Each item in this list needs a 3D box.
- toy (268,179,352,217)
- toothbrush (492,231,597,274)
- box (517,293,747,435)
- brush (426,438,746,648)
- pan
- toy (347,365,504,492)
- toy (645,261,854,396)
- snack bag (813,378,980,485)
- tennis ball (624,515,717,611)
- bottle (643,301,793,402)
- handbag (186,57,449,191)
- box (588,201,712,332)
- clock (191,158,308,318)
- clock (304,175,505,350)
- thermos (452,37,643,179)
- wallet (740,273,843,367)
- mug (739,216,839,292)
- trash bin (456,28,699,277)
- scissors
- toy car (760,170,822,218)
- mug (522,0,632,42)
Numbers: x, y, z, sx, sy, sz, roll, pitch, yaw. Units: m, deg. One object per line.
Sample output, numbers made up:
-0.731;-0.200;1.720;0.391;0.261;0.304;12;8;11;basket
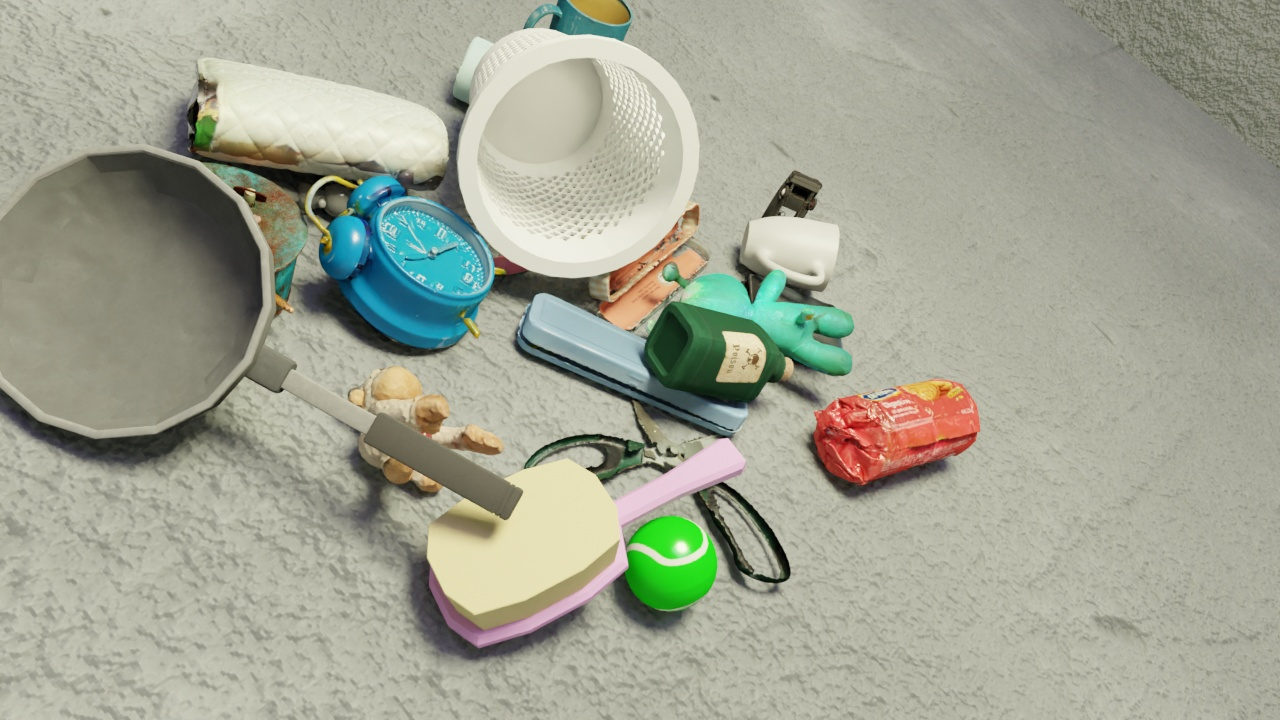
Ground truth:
-0.250;-0.133;0.757;0.111;0.030;0.049;4;21;-25;toy
-0.089;-0.098;0.837;0.135;0.016;0.021;-26;70;-41;toothbrush
-0.006;0.007;0.784;0.209;0.037;0.065;25;30;-12;box
-0.029;0.100;0.602;0.228;0.043;0.089;-24;54;-19;brush
-0.232;0.003;0.563;0.357;0.041;0.178;29;85;1;pan
-0.158;0.041;0.632;0.106;0.074;0.085;36;5;33;toy
0.103;-0.037;0.838;0.193;0.072;0.130;12;66;-2;toy
0.238;0.063;0.837;0.176;0.083;0.082;-9;56;-36;snack bag
0.021;0.141;0.640;0.065;0.066;0.065;17;44;-17;tennis ball
0.075;-0.003;0.772;0.131;0.061;0.061;11;30;-34;bottle
-0.265;-0.188;0.753;0.194;0.072;0.139;5;22;-28;handbag
0.012;-0.089;0.870;0.048;0.085;0.186;8;34;31;box
-0.309;-0.097;0.657;0.121;0.074;0.157;-4;53;-34;clock
-0.185;-0.080;0.706;0.161;0.060;0.116;34;37;-21;clock
-0.086;-0.260;0.949;0.207;0.065;0.077;22;70;-11;thermos
0.151;-0.039;0.918;0.115;0.026;0.089;18;42;-16;wallet
0.150;-0.105;0.936;0.089;0.071;0.107;11;30;-2;mug
-0.073;-0.204;0.809;0.195;0.196;0.199;10;27;-23;trash bin
0.021;0.105;0.707;0.201;0.015;0.202;-14;55;-42;scissors
0.156;-0.160;0.986;0.040;0.092;0.037;20;33;-16;toy car
-0.078;-0.352;1.012;0.112;0.104;0.084;-4;54;-31;mug
